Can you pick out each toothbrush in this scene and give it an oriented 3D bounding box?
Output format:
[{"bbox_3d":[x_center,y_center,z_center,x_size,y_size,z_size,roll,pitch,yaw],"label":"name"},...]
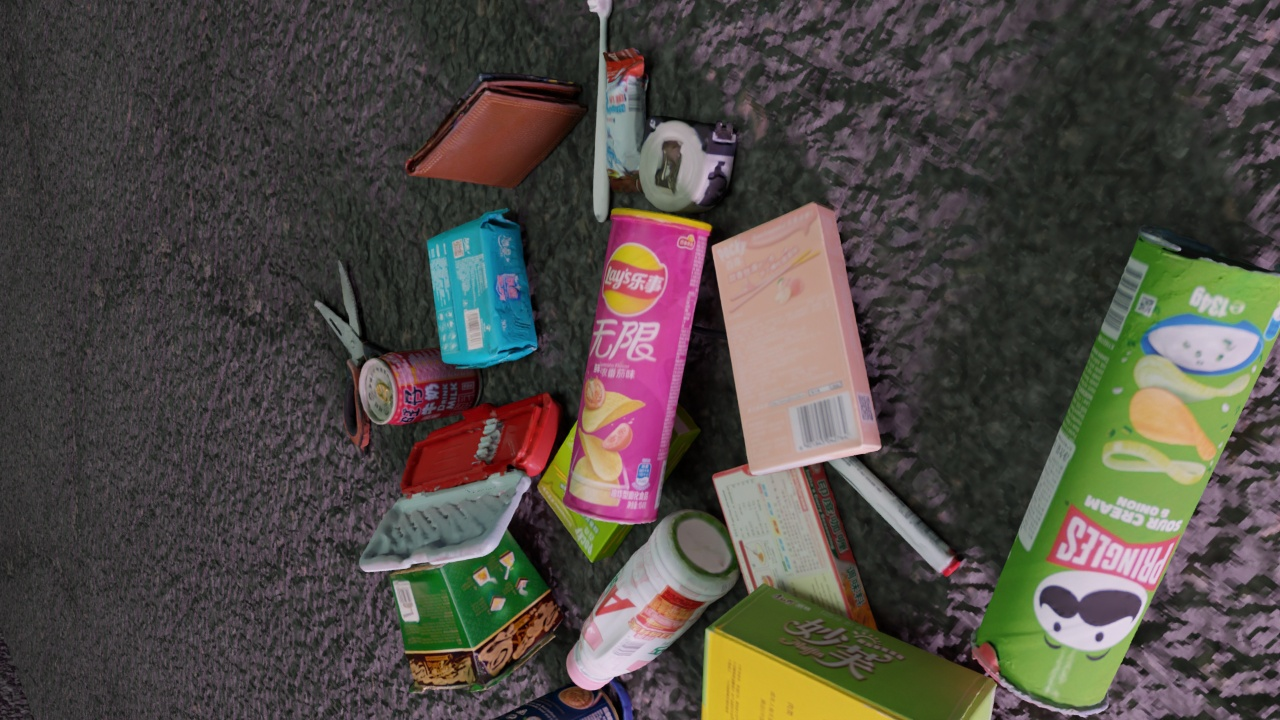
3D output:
[{"bbox_3d":[-0.031,-0.197,0.703,0.016,0.016,0.180,10,103,45],"label":"toothbrush"},{"bbox_3d":[0.074,-0.010,0.630,0.181,0.015,0.018,13,86,42],"label":"toothbrush"}]

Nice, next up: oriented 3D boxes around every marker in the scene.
[{"bbox_3d":[0.142,0.077,0.578,0.145,0.017,0.017,47,125,28],"label":"marker"}]

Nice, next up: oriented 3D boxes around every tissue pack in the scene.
[{"bbox_3d":[-0.139,-0.061,0.804,0.093,0.050,0.133,-7,91,46],"label":"tissue pack"}]

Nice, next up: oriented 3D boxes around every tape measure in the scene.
[{"bbox_3d":[0.031,-0.136,0.641,0.066,0.033,0.066,20,109,42],"label":"tape measure"}]

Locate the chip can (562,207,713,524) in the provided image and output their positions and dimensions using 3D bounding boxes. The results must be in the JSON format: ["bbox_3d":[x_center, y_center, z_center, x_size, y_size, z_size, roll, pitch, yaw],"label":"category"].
[{"bbox_3d":[-0.004,0.004,0.640,0.071,0.071,0.210,15,97,42],"label":"chip can"}]

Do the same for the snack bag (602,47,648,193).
[{"bbox_3d":[-0.012,-0.177,0.681,0.048,0.026,0.104,15,106,54],"label":"snack bag"}]

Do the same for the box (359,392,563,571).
[{"bbox_3d":[-0.158,0.111,0.799,0.202,0.039,0.157,-18,44,43],"label":"box"}]

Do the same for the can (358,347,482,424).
[{"bbox_3d":[-0.203,0.023,0.846,0.067,0.093,0.066,7,101,43],"label":"can"}]

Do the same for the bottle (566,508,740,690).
[{"bbox_3d":[0.001,0.191,0.700,0.068,0.068,0.197,55,133,23],"label":"bottle"}]

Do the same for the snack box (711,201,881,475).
[{"bbox_3d":[0.096,-0.012,0.581,0.085,0.026,0.157,-19,72,40],"label":"snack box"}]

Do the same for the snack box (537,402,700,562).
[{"bbox_3d":[-0.022,0.079,0.728,0.086,0.026,0.157,49,126,27],"label":"snack box"}]

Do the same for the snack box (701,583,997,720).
[{"bbox_3d":[0.118,0.265,0.567,0.158,0.069,0.210,16,115,36],"label":"snack box"}]

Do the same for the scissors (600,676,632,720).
[{"bbox_3d":[-0.013,0.337,0.770,0.163,0.012,0.174,-12,89,43],"label":"scissors"}]

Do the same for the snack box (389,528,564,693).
[{"bbox_3d":[-0.150,0.210,0.794,0.118,0.117,0.105,-19,96,40],"label":"snack box"}]

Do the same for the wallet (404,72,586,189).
[{"bbox_3d":[-0.116,-0.180,0.728,0.125,0.101,0.032,-33,71,42],"label":"wallet"}]

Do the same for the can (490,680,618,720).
[{"bbox_3d":[-0.080,0.314,0.742,0.075,0.111,0.075,8,101,43],"label":"can"}]

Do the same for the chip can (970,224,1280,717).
[{"bbox_3d":[0.235,0.057,0.449,0.072,0.072,0.236,28,114,38],"label":"chip can"}]

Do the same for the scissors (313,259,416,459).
[{"bbox_3d":[-0.299,0.000,0.989,0.189,0.015,0.225,1,97,44],"label":"scissors"}]

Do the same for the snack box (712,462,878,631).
[{"bbox_3d":[0.105,0.141,0.616,0.077,0.027,0.155,-24,80,43],"label":"snack box"}]
